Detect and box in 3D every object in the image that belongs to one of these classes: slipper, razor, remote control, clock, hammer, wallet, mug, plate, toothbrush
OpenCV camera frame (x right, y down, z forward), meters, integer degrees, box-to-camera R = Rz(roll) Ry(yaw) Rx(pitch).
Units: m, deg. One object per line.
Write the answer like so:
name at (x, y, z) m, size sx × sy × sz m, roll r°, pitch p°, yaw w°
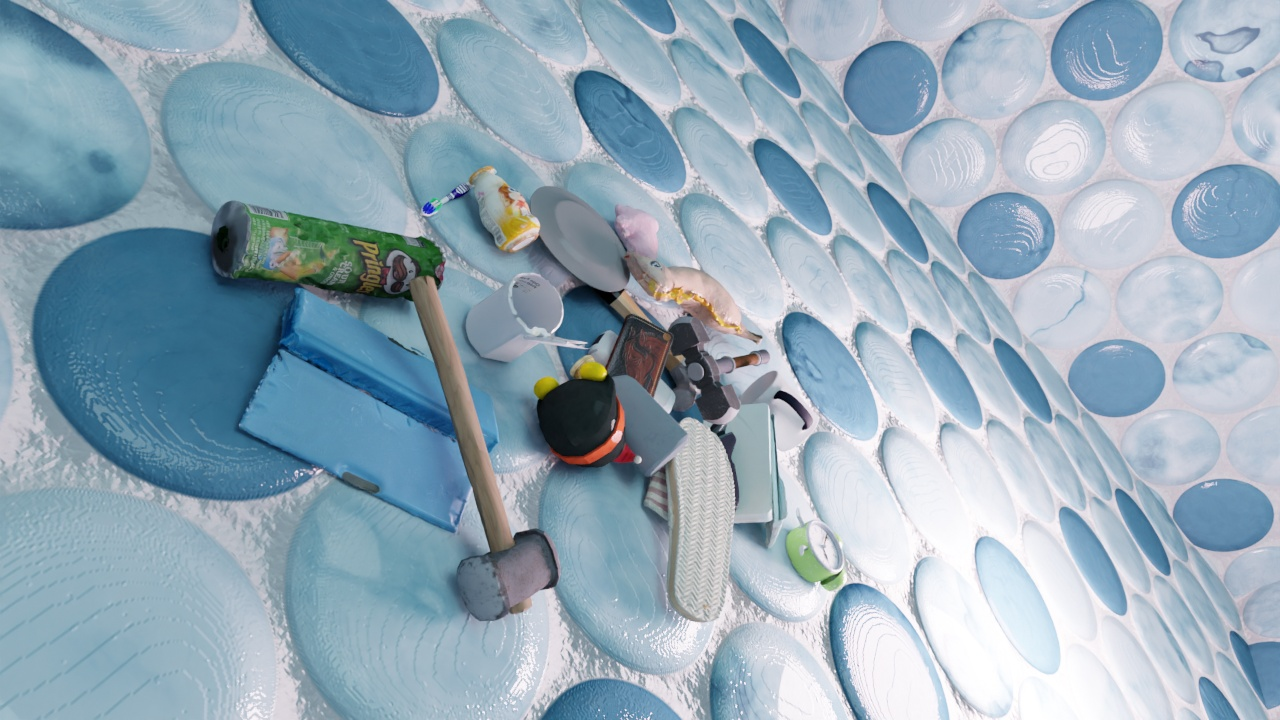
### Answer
slipper at (0.058, 0.192, 1.115) m, size 0.115 × 0.052 × 0.262 m, roll 28°, pitch 46°, yaw -29°
razor at (0.110, 0.143, 1.221) m, size 0.052 × 0.047 × 0.142 m, roll 6°, pitch 44°, yaw -17°
remote control at (-0.010, 0.021, 1.212) m, size 0.138 × 0.026 × 0.060 m, roll 45°, pitch 33°, yaw -9°
clock at (0.250, 0.270, 1.290) m, size 0.119 × 0.043 × 0.094 m, roll 35°, pitch 38°, yaw -25°
hammer at (0.141, 0.003, 1.354) m, size 0.321 × 0.043 × 0.156 m, roll -10°, pitch 73°, yaw -64°
wallet at (-0.007, 0.007, 1.178) m, size 0.072 × 0.019 × 0.122 m, roll 27°, pitch 66°, yaw -17°
mug at (0.213, 0.075, 1.370) m, size 0.097 × 0.112 × 0.078 m, roll 47°, pitch 73°, yaw -10°
plate at (-0.077, -0.170, 1.255) m, size 0.178 × 0.012 × 0.178 m, roll 34°, pitch 35°, yaw -28°
hammer at (-0.159, 0.079, 0.865) m, size 0.097 × 0.052 × 0.328 m, roll -17°, pitch 91°, yaw -56°
toothbrush at (-0.227, -0.218, 1.170) m, size 0.015 × 0.016 × 0.186 m, roll 49°, pitch 33°, yaw -8°
hammer at (-0.022, -0.077, 1.279) m, size 0.328 × 0.039 × 0.130 m, roll 47°, pitch 32°, yaw -9°

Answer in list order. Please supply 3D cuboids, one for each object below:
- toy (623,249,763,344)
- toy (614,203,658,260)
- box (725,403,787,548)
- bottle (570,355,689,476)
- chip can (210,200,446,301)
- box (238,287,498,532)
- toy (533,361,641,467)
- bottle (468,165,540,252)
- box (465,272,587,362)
toy at (0.082, -0.091, 1.357) m, size 0.196 × 0.065 × 0.264 m, roll 42°, pitch 14°, yaw 14°
toy at (-0.006, -0.197, 1.397) m, size 0.093 × 0.050 × 0.102 m, roll 31°, pitch 42°, yaw -35°
box at (0.165, 0.161, 1.283) m, size 0.198 × 0.086 × 0.096 m, roll -83°, pitch 160°, yaw -43°
bottle at (-0.020, 0.060, 1.109) m, size 0.161 × 0.072 × 0.046 m, roll 46°, pitch -12°, yaw 13°
chip can at (-0.305, -0.104, 0.911) m, size 0.222 × 0.076 × 0.075 m, roll 5°, pitch 56°, yaw -49°
box at (-0.240, 0.041, 0.871) m, size 0.231 × 0.066 × 0.172 m, roll 33°, pitch 39°, yaw -30°
toy at (-0.060, 0.075, 1.042) m, size 0.119 × 0.098 × 0.099 m, roll 54°, pitch 24°, yaw -44°
bottle at (-0.176, -0.193, 1.165) m, size 0.108 × 0.063 × 0.063 m, roll 58°, pitch 33°, yaw 2°
box at (-0.122, -0.037, 1.009) m, size 0.084 × 0.160 × 0.118 m, roll 16°, pitch 58°, yaw -36°
